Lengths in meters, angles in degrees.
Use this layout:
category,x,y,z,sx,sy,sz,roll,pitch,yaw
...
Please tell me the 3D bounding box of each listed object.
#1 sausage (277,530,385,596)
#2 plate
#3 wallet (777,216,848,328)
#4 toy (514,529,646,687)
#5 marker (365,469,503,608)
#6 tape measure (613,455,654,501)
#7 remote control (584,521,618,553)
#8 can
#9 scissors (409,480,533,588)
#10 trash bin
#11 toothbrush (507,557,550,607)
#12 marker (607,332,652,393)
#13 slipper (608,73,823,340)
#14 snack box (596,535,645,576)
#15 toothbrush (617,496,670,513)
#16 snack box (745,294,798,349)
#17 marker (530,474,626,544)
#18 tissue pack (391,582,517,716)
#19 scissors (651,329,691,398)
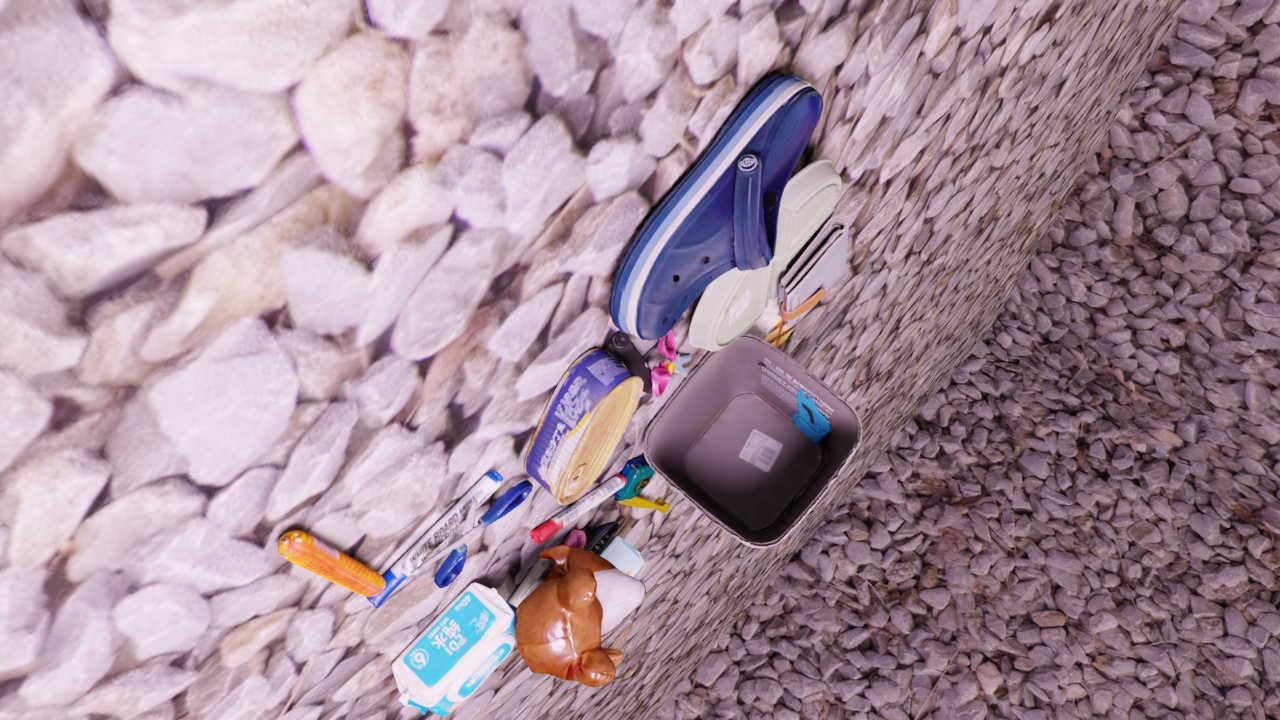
category,x,y,z,sx,sy,sz,roll,pitch,yaw
sausage,-0.218,0.149,0.660,0.021,0.021,0.165,-46,158,-14
plate,0.130,-0.099,0.924,0.229,0.027,0.230,-47,164,-18
wallet,0.190,-0.088,1.000,0.106,0.037,0.130,-50,163,-4
toy,-0.059,0.255,0.964,0.130,0.140,0.199,-9,180,1
marker,-0.170,0.146,0.764,0.145,0.017,0.017,-45,158,-17
tape measure,-0.005,0.139,1.083,0.054,0.025,0.058,-19,143,-53
remote control,-0.078,0.239,1.095,0.136,0.024,0.053,-46,165,-12
can,-0.052,0.060,0.820,0.074,0.049,0.148,-22,144,-53
scissors,-0.148,0.152,0.795,0.175,0.012,0.163,-36,164,-53
trash bin,0.137,0.107,1.111,0.198,0.199,0.220,-50,166,-4
toothbrush,-0.158,0.296,1.033,0.189,0.029,0.020,-54,-159,4
marker,-0.005,0.005,0.870,0.022,0.020,0.132,-43,158,-3
slipper,0.076,-0.113,0.747,0.252,0.095,0.105,-55,157,-2
snack box,-0.073,0.294,1.129,0.174,0.051,0.074,-47,-178,-13
toothbrush,0.004,0.183,1.190,0.016,0.016,0.190,-51,158,2
snack box,0.182,-0.077,1.106,0.140,0.034,0.086,-59,159,14
marker,-0.065,0.161,1.006,0.144,0.017,0.017,-28,149,-47
tissue pack,-0.179,0.292,0.919,0.139,0.063,0.090,-45,158,-18
scissors,0.036,-0.007,0.938,0.137,0.017,0.077,-22,120,-70
